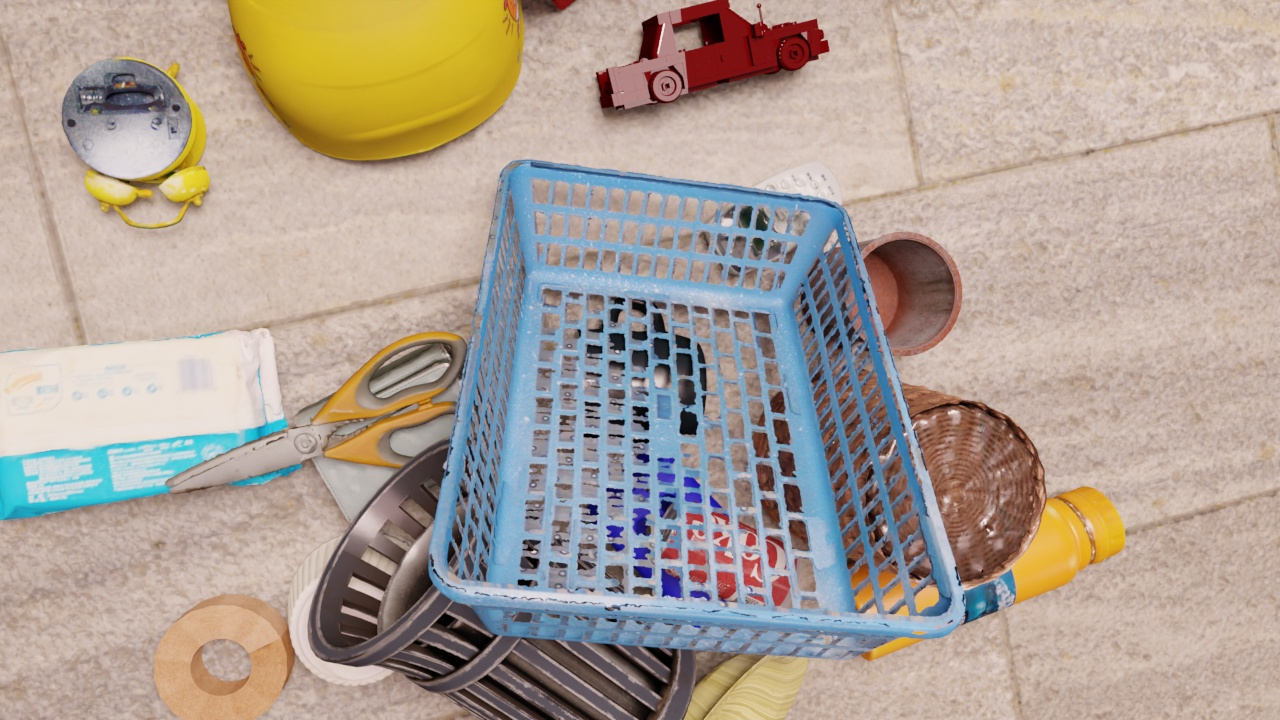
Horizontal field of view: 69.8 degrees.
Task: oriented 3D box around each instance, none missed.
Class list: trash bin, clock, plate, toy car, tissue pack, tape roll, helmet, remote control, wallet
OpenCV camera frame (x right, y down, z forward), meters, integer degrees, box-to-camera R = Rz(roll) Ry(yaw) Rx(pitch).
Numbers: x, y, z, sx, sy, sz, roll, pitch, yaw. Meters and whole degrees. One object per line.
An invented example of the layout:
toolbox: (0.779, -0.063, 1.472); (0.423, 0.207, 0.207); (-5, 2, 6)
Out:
trash bin: (-0.081, 0.183, 0.632); (0.164, 0.164, 0.227); (-47, 118, -4)
clock: (-0.352, -0.153, 0.648); (0.083, 0.057, 0.119); (-5, 93, -9)
trash bin: (0.179, 0.086, 0.664); (0.151, 0.210, 0.151); (-1, 93, -9)
plate: (0.057, 0.281, 0.703); (0.036, 0.184, 0.184); (33, 87, 33)
toy car: (0.050, -0.237, 0.698); (0.169, 0.070, 0.062); (-16, 107, -8)
tissue pack: (-0.356, 0.042, 0.654); (0.209, 0.066, 0.117); (-7, 93, -10)
tape roll: (-0.311, 0.225, 0.689); (0.094, 0.027, 0.094); (0, 93, -9)
helmet: (-0.189, -0.267, 0.626); (0.209, 0.140, 0.240); (-19, 95, -7)
remote control: (0.108, -0.115, 0.734); (0.114, 0.028, 0.060); (-31, 97, -6)
wallet: (-0.182, 0.054, 0.691); (0.131, 0.054, 0.100); (-29, 95, -2)

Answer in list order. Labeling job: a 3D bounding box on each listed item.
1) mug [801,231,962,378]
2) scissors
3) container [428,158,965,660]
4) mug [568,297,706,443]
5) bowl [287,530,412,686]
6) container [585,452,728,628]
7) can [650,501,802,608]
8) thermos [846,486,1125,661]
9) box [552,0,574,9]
mug: (0.173, -0.037, 0.710); (0.096, 0.110, 0.123); (39, 87, -3)
scissors: (-0.221, 0.042, 0.642); (0.228, 0.016, 0.114); (-13, 103, -10)
container: (0.022, 0.020, 0.571); (0.257, 0.361, 0.089); (6, 133, -6)
mug: (-0.004, 0.004, 0.704); (0.094, 0.085, 0.121); (3, 63, -10)
bowl: (-0.209, 0.190, 0.685); (0.115, 0.062, 0.115); (0, 93, -9)
container: (0.026, 0.133, 0.707); (0.084, 0.085, 0.113); (-44, 97, -5)
can: (0.059, 0.138, 0.641); (0.096, 0.054, 0.054); (26, 89, -7)
thermos: (0.276, 0.172, 0.758); (0.232, 0.091, 0.076); (-19, 67, -8)
box: (-0.076, -0.340, 0.647); (0.126, 0.137, 0.157); (-40, 97, -11)
